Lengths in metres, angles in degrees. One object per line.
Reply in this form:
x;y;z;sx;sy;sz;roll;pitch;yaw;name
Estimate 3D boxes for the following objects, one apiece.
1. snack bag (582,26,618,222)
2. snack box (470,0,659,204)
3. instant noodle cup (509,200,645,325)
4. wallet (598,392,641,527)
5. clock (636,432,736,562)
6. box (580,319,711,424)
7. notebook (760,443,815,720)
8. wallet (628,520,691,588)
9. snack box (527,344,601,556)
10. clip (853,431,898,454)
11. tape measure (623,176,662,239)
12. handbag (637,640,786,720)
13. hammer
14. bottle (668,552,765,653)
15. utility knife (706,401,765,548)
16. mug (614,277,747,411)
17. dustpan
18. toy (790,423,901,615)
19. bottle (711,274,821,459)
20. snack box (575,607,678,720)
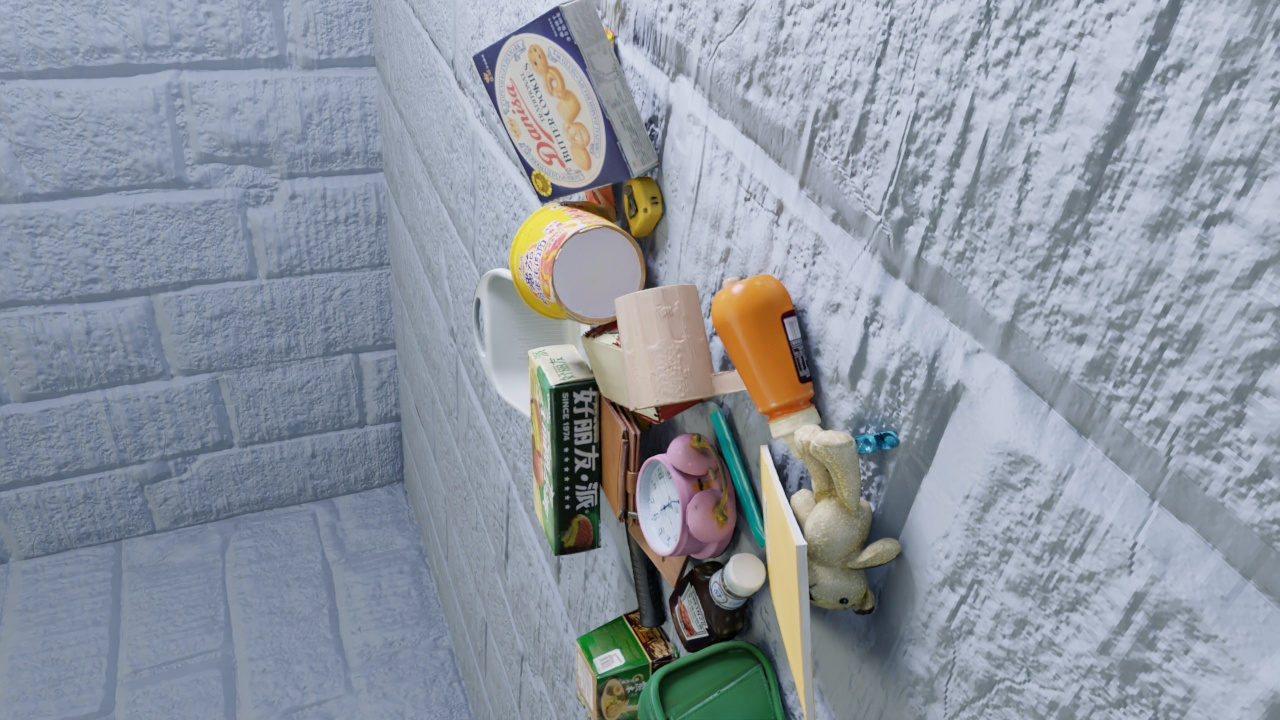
-0.062;-0.274;1.053;0.128;0.073;0.208;-125;25;-46;snack bag
-0.083;-0.267;0.975;0.183;0.045;0.178;-3;117;51;snack box
-0.065;-0.103;1.012;0.110;0.137;0.138;-150;53;-63;instant noodle cup
-0.024;0.115;1.053;0.119;0.035;0.131;-129;35;-54;wallet
0.049;0.137;0.918;0.159;0.059;0.117;-50;48;53;clock
-0.006;0.006;0.966;0.168;0.080;0.091;19;131;65;box
0.116;0.169;0.741;0.206;0.010;0.146;-89;-6;-76;notebook
0.029;0.181;1.031;0.115;0.020;0.101;49;127;49;wallet
-0.093;0.110;1.132;0.114;0.063;0.240;-129;35;-59;snack box
0.164;0.061;0.669;0.057;0.047;0.014;144;112;-72;clip
-0.001;-0.166;0.972;0.060;0.028;0.057;130;128;-62;tape measure
0.069;0.339;0.879;0.068;0.131;0.120;112;140;-60;handbag
-0.008;0.181;1.137;0.129;0.032;0.300;175;86;-70;hammer
0.077;0.240;0.924;0.195;0.044;0.079;115;139;-58;bottle
0.094;0.106;0.878;0.029;0.013;0.151;124;130;-65;utility knife
0.041;-0.015;0.833;0.084;0.125;0.103;0;-101;-72;mug
-0.153;-0.011;1.244;0.257;0.142;0.223;-116;23;-64;dustpan
0.142;0.119;0.686;0.105;0.066;0.157;17;124;48;toy
0.108;0.008;0.740;0.149;0.066;0.067;70;158;7;bottle
-0.023;0.392;1.164;0.118;0.105;0.118;-138;44;-57;snack box
